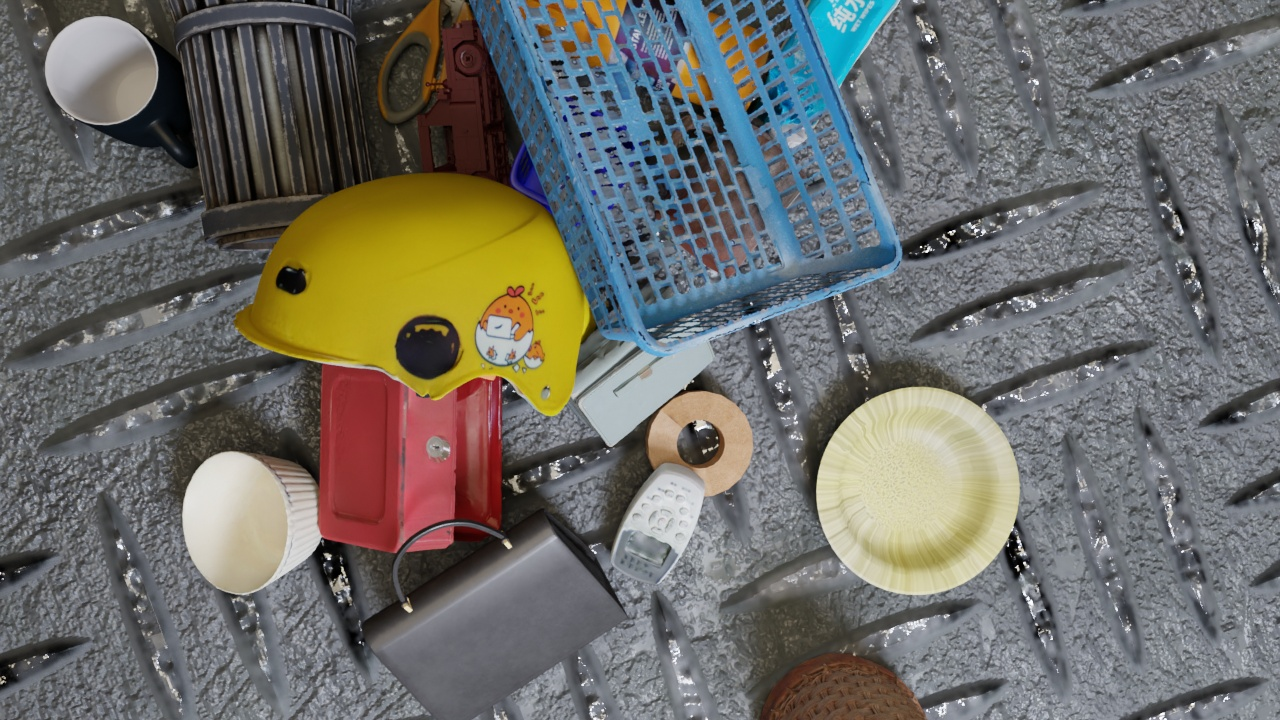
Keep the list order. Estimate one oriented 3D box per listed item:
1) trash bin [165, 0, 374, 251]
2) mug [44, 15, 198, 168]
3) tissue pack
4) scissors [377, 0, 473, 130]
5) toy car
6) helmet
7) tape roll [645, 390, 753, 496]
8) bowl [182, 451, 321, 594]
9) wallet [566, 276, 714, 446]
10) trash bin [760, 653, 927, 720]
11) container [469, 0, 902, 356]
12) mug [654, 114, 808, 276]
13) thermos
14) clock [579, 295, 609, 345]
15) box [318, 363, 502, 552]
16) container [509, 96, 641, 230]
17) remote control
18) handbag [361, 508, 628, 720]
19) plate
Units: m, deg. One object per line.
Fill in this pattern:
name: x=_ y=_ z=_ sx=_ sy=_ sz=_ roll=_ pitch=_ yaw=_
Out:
trash bin: x=-0.288 y=-0.208 z=0.729 sx=0.164 sy=0.164 sz=0.227 roll=-8 pitch=95 yaw=-5
mug: x=-0.404 y=-0.208 z=0.749 sx=0.085 sy=0.094 sz=0.121 roll=-39 pitch=93 yaw=-3
tissue pack: x=0.162 y=-0.273 z=0.783 sx=0.066 sy=0.117 sz=0.209 roll=32 pitch=88 yaw=1
scissors: x=-0.156 y=-0.307 z=0.808 sx=0.114 sy=0.016 sz=0.229 roll=17 pitch=87 yaw=-5
toy car: x=-0.144 y=-0.192 z=0.765 sx=0.062 sy=0.070 sz=0.170 roll=1 pitch=110 yaw=11
helmet: x=-0.148 y=-0.067 z=0.652 sx=0.239 sy=0.209 sz=0.140 roll=11 pitch=104 yaw=-30
tape roll: x=0.052 y=0.074 z=0.821 sx=0.094 sy=0.027 sz=0.094 roll=0 pitch=91 yaw=-5
bowl: x=-0.314 y=0.129 z=0.762 sx=0.115 sy=0.062 sz=0.115 roll=0 pitch=91 yaw=23
wallet: x=-0.005 y=0.005 z=0.781 sx=0.131 sy=0.054 sz=0.100 roll=-40 pitch=136 yaw=-4
trash bin: x=0.191 y=0.343 z=0.745 sx=0.151 sy=0.210 sz=0.151 roll=0 pitch=90 yaw=-5
container: x=0.016 y=-0.192 z=0.656 sx=0.256 sy=0.089 sz=0.362 roll=-20 pitch=87 yaw=-34
mug: x=0.065 y=-0.149 z=0.788 sx=0.123 sy=0.096 sz=0.110 roll=39 pitch=83 yaw=-7
thermos: x=-0.009 y=-0.280 z=0.775 sx=0.232 sy=0.091 sz=0.076 roll=18 pitch=92 yaw=-8
clock: x=-0.089 y=-0.032 z=0.789 sx=0.119 sy=0.057 sz=0.083 roll=-41 pitch=87 yaw=17
box: x=-0.199 y=0.072 z=0.744 sx=0.137 sy=0.126 sz=0.157 roll=-1 pitch=90 yaw=22
container: x=-0.056 y=-0.156 z=0.767 sx=0.084 sy=0.113 sz=0.085 roll=26 pitch=88 yaw=-4
remote control: x=0.016 y=0.142 z=0.801 sx=0.060 sy=0.028 sz=0.114 roll=27 pitch=111 yaw=-2
handbag: x=-0.130 y=0.186 z=0.728 sx=0.175 sy=0.072 sz=0.196 roll=-32 pitch=137 yaw=-4
plate: x=0.246 y=0.116 z=0.833 sx=0.184 sy=0.036 sz=0.184 roll=0 pitch=91 yaw=-4
